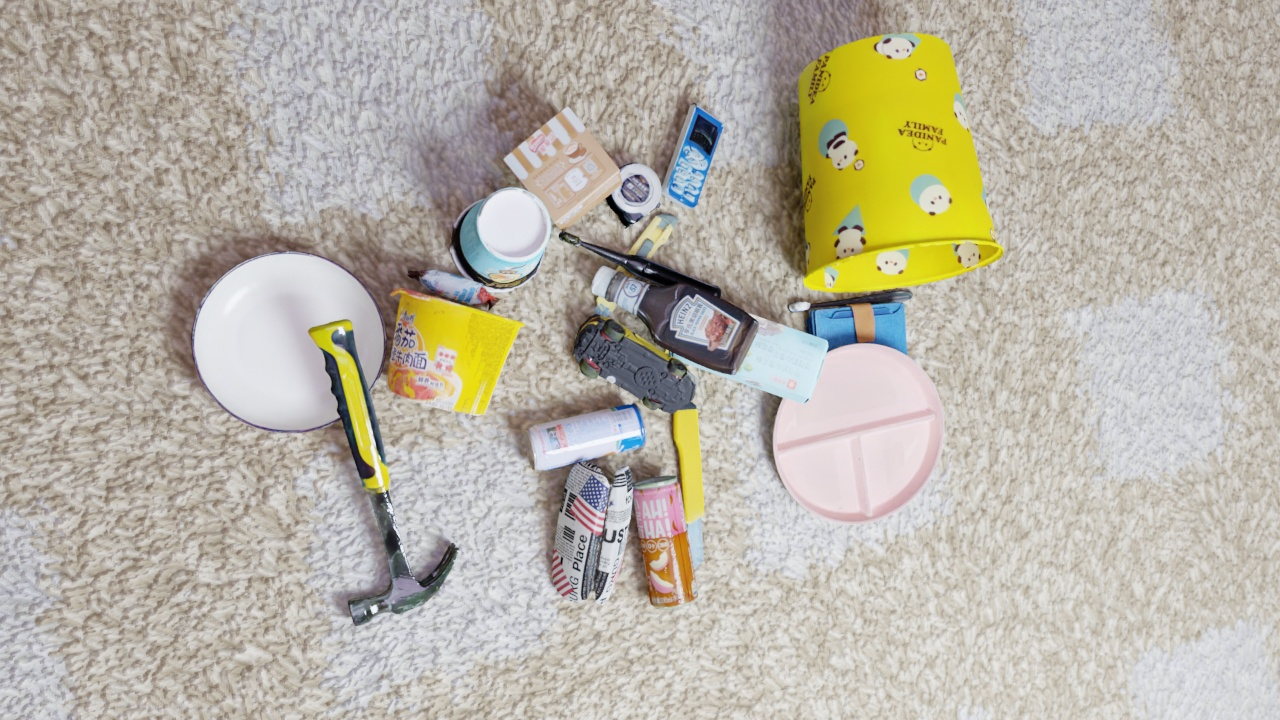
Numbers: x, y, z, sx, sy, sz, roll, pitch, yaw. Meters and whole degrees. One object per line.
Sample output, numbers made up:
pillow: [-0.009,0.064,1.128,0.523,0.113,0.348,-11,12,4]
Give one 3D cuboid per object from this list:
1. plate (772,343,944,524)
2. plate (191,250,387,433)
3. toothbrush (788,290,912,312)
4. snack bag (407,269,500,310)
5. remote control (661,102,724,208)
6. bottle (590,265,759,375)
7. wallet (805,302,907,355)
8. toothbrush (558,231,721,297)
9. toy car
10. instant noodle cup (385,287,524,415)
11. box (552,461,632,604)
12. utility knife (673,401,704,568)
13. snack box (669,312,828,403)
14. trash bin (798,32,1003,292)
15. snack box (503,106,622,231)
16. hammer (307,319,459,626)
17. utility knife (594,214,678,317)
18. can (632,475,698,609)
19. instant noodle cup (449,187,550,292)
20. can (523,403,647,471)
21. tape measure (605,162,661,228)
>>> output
plate: [0.271,0.091,1.149,0.229,0.028,0.229,-2,98,-12]
plate: [-0.370,-0.019,0.976,0.192,0.039,0.192,1,87,-17]
toothbrush: [0.275,-0.077,1.185,0.181,0.018,0.015,-7,86,-18]
snack bag: [-0.209,-0.082,1.024,0.105,0.045,0.026,19,83,-15]
remote control: [0.063,-0.249,1.122,0.049,0.024,0.124,26,77,-31]
bottle: [0.036,-0.054,1.055,0.195,0.044,0.079,26,79,10]
wallet: [0.280,-0.020,1.173,0.133,0.040,0.106,-5,93,-17]
toothbrush: [0.001,-0.110,1.083,0.212,0.027,0.026,20,94,-23]
toy car: [-0.006,0.006,1.073,0.156,0.041,0.071,30,116,-9]
instant noodle cup: [-0.205,-0.008,0.982,0.138,0.138,0.110,16,91,-15]
box: [-0.060,0.194,1.040,0.088,0.076,0.163,13,100,7]
utility knife: [0.059,0.148,1.106,0.033,0.015,0.209,-2,85,-18]
snack box: [0.128,-0.013,1.091,0.175,0.052,0.074,19,80,6]
trash bin: [0.295,-0.230,1.099,0.229,0.230,0.255,-4,83,-17]
snack box: [-0.085,-0.213,1.034,0.093,0.077,0.094,-39,90,3]
hammer: [-0.281,0.115,0.972,0.126,0.032,0.323,-16,102,-20]
utility knife: [-0.009,-0.113,1.105,0.031,0.018,0.167,35,82,-6]
can: [0.028,0.212,1.072,0.057,0.058,0.147,-10,90,-17]
instant noodle cup: [-0.149,-0.137,1.005,0.111,0.120,0.111,1,87,-16]
can: [-0.064,0.088,1.054,0.134,0.053,0.053,-12,90,-17]
tape measure: [-0.009,-0.201,1.097,0.066,0.034,0.066,-37,99,-13]
